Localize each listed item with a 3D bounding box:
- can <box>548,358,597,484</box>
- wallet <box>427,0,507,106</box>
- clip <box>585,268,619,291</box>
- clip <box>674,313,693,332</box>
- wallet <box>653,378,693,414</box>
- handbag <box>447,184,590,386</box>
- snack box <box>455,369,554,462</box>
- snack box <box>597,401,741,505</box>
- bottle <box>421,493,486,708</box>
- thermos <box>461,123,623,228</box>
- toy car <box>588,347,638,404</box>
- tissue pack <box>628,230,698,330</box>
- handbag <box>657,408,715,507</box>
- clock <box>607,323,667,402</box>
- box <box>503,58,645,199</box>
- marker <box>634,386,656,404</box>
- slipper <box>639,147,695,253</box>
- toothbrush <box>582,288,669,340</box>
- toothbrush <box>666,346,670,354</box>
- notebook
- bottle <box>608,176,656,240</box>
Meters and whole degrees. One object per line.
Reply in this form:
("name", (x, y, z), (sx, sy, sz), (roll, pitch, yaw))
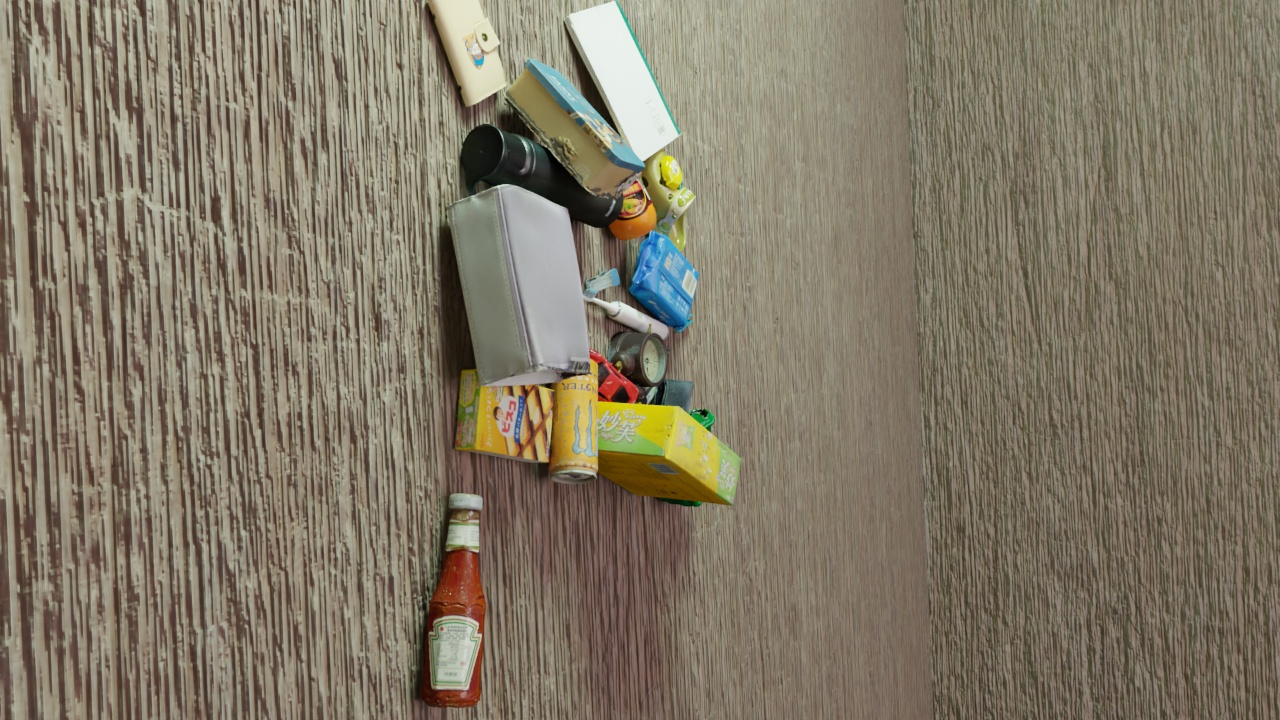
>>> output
("can", (-0.080, 0.071, 1.098), (0.058, 0.058, 0.145), (33, 51, -56))
("wallet", (-0.184, -0.345, 1.000), (0.087, 0.024, 0.115), (-53, 132, -50))
("clip", (-0.054, -0.104, 1.223), (0.058, 0.045, 0.027), (-32, 117, -52))
("clip", (0.067, -0.061, 1.443), (0.055, 0.014, 0.039), (-25, 111, -57))
("wallet", (0.047, 0.088, 1.375), (0.097, 0.019, 0.121), (8, 91, -60))
("handbag", (-0.124, -0.074, 0.986), (0.144, 0.099, 0.197), (2, 76, -60))
("snack box", (-0.149, 0.064, 1.022), (0.140, 0.034, 0.087), (22, 68, -57))
("snack box", (0.018, 0.121, 1.189), (0.210, 0.158, 0.070), (40, 58, -53))
("bottle", (-0.183, 0.238, 0.922), (0.059, 0.060, 0.205), (26, 62, -58))
("thermos", (-0.116, -0.204, 1.083), (0.242, 0.068, 0.090), (8, 113, -59))
("toy car", (-0.048, 0.027, 1.178), (0.106, 0.031, 0.049), (44, 78, -28))
("tissue pack", (0.032, -0.115, 1.336), (0.157, 0.052, 0.094), (42, 60, -53))
("handbag", (0.070, 0.145, 1.360), (0.120, 0.068, 0.131), (-40, 134, -60))
("clock", (-0.007, 0.007, 1.258), (0.121, 0.055, 0.082), (-56, 135, -45))
("box", (-0.080, -0.269, 1.058), (0.184, 0.060, 0.089), (50, 19, 8))
("marker", (0.002, 0.060, 1.315), (0.123, 0.015, 0.018), (-48, 134, -56))
("slipper", (0.045, -0.236, 1.348), (0.091, 0.082, 0.191), (-60, 141, -48))
("toothbrush", (-0.021, -0.064, 1.269), (0.026, 0.026, 0.220), (55, 16, 28))
("toothbrush", (0.002, 0.030, 1.315), (0.189, 0.016, 0.014), (-52, 126, -48))
("notebook", (-0.019, -0.386, 1.264), (0.209, 0.012, 0.150), (62, 36, -15))
("bottle", (-0.028, -0.240, 1.240), (0.066, 0.067, 0.149), (-44, 118, -54))
